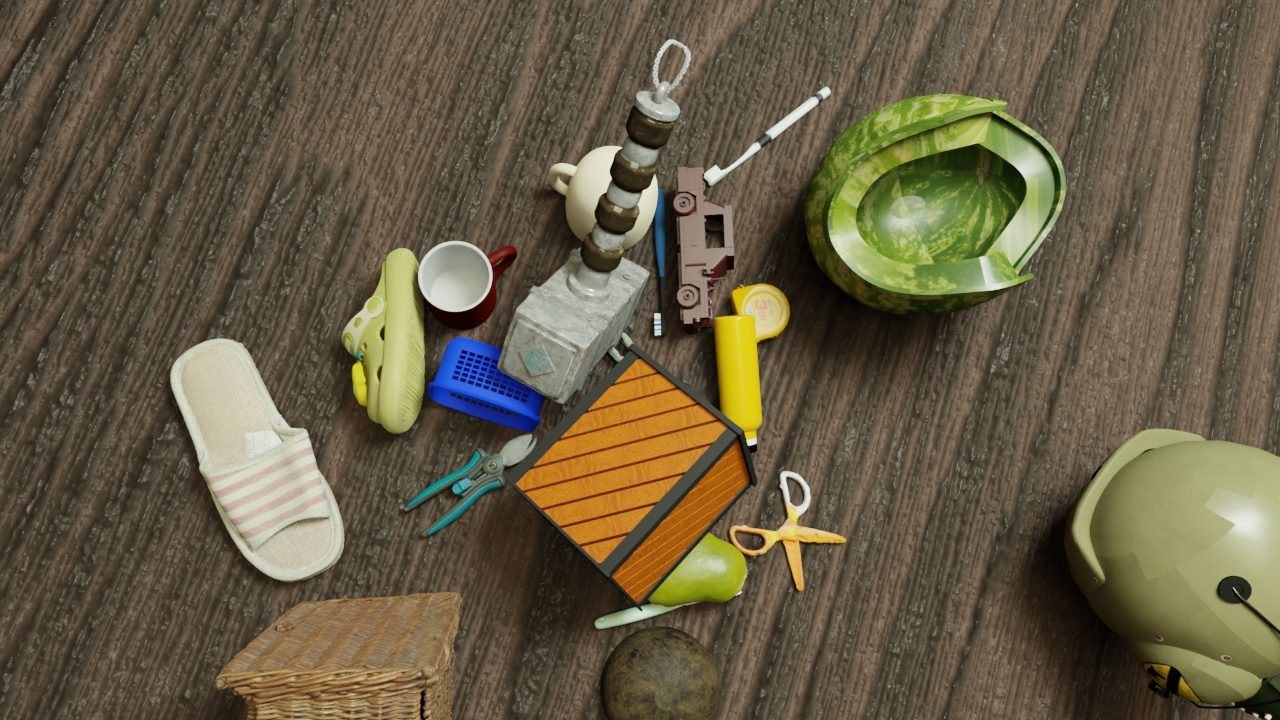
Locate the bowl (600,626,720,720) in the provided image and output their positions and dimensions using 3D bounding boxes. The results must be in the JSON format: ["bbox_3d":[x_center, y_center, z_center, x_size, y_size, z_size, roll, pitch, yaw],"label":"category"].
[{"bbox_3d":[0.023,0.327,0.904,0.121,0.056,0.121,1,80,-6],"label":"bowl"}]

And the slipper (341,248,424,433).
[{"bbox_3d":[-0.261,-0.022,0.924,0.081,0.092,0.190,1,76,-3],"label":"slipper"}]

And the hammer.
[{"bbox_3d":[-0.025,-0.126,0.830,0.079,0.327,0.176,28,37,6],"label":"hammer"}]

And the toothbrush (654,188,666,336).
[{"bbox_3d":[0.021,-0.108,1.004,0.014,0.014,0.167,-2,78,5],"label":"toothbrush"}]

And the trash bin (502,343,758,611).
[{"bbox_3d":[-0.003,0.113,0.874,0.140,0.140,0.171,38,77,27],"label":"trash bin"}]

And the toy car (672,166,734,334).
[{"bbox_3d":[0.069,-0.117,0.981,0.062,0.070,0.169,-3,80,6],"label":"toy car"}]

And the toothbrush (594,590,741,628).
[{"bbox_3d":[0.028,0.251,0.940,0.154,0.015,0.022,-13,47,-9],"label":"toothbrush"}]

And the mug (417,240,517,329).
[{"bbox_3d":[-0.173,-0.084,0.945,0.105,0.083,0.073,-33,85,-11],"label":"mug"}]

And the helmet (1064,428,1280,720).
[{"bbox_3d":[0.527,0.184,0.869,0.233,0.256,0.250,42,77,-1],"label":"helmet"}]

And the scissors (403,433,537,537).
[{"bbox_3d":[-0.177,0.121,0.941,0.146,0.019,0.133,12,80,-3],"label":"scissors"}]

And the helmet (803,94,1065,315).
[{"bbox_3d":[0.288,-0.155,0.927,0.244,0.246,0.213,-9,99,33],"label":"helmet"}]

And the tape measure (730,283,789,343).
[{"bbox_3d":[0.131,-0.054,0.997,0.059,0.030,0.068,-13,88,-7],"label":"tape measure"}]

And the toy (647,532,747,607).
[{"bbox_3d":[0.053,0.210,0.927,0.110,0.051,0.089,14,67,8],"label":"toy"}]

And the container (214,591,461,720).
[{"bbox_3d":[-0.242,0.318,0.793,0.162,0.250,0.183,-1,88,-6],"label":"container"}]

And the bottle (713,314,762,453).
[{"bbox_3d":[0.103,0.025,0.964,0.043,0.043,0.143,-5,95,-7],"label":"bottle"}]

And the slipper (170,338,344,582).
[{"bbox_3d":[-0.381,0.095,0.908,0.115,0.052,0.263,-29,84,-9],"label":"slipper"}]

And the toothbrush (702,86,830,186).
[{"bbox_3d":[0.145,-0.258,1.045,0.186,0.012,0.017,-39,82,-11],"label":"toothbrush"}]

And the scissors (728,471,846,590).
[{"bbox_3d":[0.156,0.176,0.968,0.125,0.011,0.131,8,79,-3],"label":"scissors"}]

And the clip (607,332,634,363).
[{"bbox_3d":[-0.005,0.005,0.977,0.044,0.023,0.076,-40,88,-13],"label":"clip"}]

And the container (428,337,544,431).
[{"bbox_3d":[-0.149,0.023,0.922,0.114,0.096,0.058,19,73,-8],"label":"container"}]

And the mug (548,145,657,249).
[{"bbox_3d":[-0.041,-0.178,0.966,0.120,0.100,0.096,21,78,-2],"label":"mug"}]
